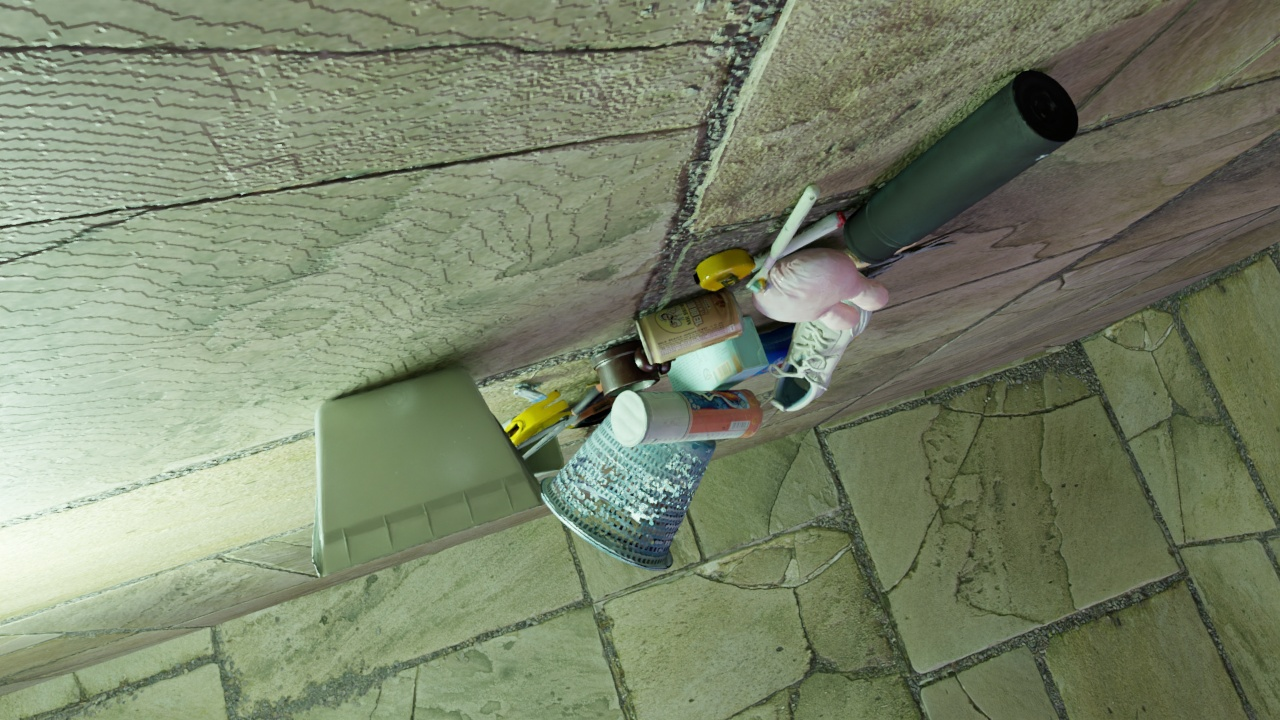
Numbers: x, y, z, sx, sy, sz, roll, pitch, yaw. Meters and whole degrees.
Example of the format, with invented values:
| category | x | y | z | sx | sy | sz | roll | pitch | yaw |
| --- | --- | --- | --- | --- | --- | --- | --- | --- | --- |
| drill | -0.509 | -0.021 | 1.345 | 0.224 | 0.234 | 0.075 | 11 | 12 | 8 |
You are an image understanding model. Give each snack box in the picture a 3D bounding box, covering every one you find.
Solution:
| category | x | y | z | sx | sy | sz | roll | pitch | yaw |
| --- | --- | --- | --- | --- | --- | --- | --- | --- | --- |
| snack box | 0.104 | 0.005 | 1.289 | 0.051 | 0.074 | 0.175 | -10 | 165 | -32 |

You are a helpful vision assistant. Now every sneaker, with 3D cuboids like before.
| category | x | y | z | sx | sy | sz | roll | pitch | yaw |
| --- | --- | --- | --- | --- | --- | --- | --- | --- | --- |
| sneaker | 0.223 | -0.020 | 1.195 | 0.090 | 0.089 | 0.243 | -35 | 155 | -33 |

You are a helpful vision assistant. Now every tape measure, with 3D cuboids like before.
| category | x | y | z | sx | sy | sz | roll | pitch | yaw |
| --- | --- | --- | --- | --- | --- | --- | --- | --- | --- |
| tape measure | 0.087 | -0.092 | 0.951 | 0.060 | 0.029 | 0.057 | -26 | 166 | 25 |

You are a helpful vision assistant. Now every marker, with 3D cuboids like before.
| category | x | y | z | sx | sy | sz | roll | pitch | yaw |
| --- | --- | --- | --- | --- | --- | --- | --- | --- | --- |
| marker | 0.149 | -0.117 | 0.963 | 0.146 | 0.017 | 0.017 | -27 | 166 | 32 |

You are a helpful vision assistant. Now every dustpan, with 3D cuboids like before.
| category | x | y | z | sx | sy | sz | roll | pitch | yaw |
| --- | --- | --- | --- | --- | --- | --- | --- | --- | --- |
| dustpan | -0.241 | 0.118 | 0.989 | 0.222 | 0.257 | 0.143 | -17 | 144 | -14 |

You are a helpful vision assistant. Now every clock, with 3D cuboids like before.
| category | x | y | z | sx | sy | sz | roll | pitch | yaw |
| --- | --- | --- | --- | --- | --- | --- | --- | --- | --- |
| clock | -0.007 | 0.007 | 1.169 | 0.122 | 0.055 | 0.082 | -21 | 167 | 21 |

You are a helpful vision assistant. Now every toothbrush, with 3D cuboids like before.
| category | x | y | z | sx | sy | sz | roll | pitch | yaw |
| --- | --- | --- | --- | --- | --- | --- | --- | --- | --- |
| toothbrush | 0.142 | -0.117 | 0.908 | 0.029 | 0.020 | 0.190 | -3 | 157 | -11 |

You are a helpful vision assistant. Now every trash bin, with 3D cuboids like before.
| category | x | y | z | sx | sy | sz | roll | pitch | yaw |
| --- | --- | --- | --- | --- | --- | --- | --- | --- | --- |
| trash bin | -0.002 | 0.158 | 1.329 | 0.195 | 0.226 | 0.226 | -58 | 159 | 7 |

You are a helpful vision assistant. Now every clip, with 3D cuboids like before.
| category | x | y | z | sx | sy | sz | roll | pitch | yaw |
| --- | --- | --- | --- | --- | --- | --- | --- | --- | --- |
| clip | -0.145 | 0.040 | 1.190 | 0.027 | 0.043 | 0.058 | -21 | 160 | 19 |

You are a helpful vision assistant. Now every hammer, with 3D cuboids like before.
| category | x | y | z | sx | sy | sz | roll | pitch | yaw |
| --- | --- | --- | --- | --- | --- | --- | --- | --- | --- |
| hammer | -0.105 | 0.089 | 1.384 | 0.129 | 0.033 | 0.300 | -44 | 163 | 22 |

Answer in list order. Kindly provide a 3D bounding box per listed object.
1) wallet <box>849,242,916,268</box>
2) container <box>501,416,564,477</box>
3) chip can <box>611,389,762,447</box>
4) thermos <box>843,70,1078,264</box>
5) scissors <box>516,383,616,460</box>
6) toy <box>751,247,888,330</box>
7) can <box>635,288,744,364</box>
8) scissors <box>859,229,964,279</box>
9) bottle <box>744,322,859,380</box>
| category | x | y | z | sx | sy | sz | roll | pitch | yaw |
| --- | --- | --- | --- | --- | --- | --- | --- | --- | --- |
| wallet | 0.285 | -0.140 | 1.061 | 0.087 | 0.024 | 0.115 | -16 | 167 | 8 |
| container | -0.195 | 0.144 | 1.410 | 0.115 | 0.090 | 0.090 | -25 | 166 | 37 |
| chip can | 0.066 | 0.074 | 1.217 | 0.214 | 0.071 | 0.071 | 1 | 158 | -40 |
| thermos | 0.284 | -0.173 | 0.844 | 0.089 | 0.068 | 0.243 | -51 | -174 | -29 |
| scissors | -0.086 | 0.075 | 1.292 | 0.226 | 0.015 | 0.189 | -19 | 155 | -51 |
| toy | 0.207 | -0.078 | 1.060 | 0.159 | 0.054 | 0.122 | 19 | 140 | -33 |
| can | 0.058 | -0.039 | 1.063 | 0.116 | 0.058 | 0.058 | -19 | 168 | -3 |
| scissors | 0.345 | -0.135 | 1.192 | 0.180 | 0.014 | 0.160 | -8 | 163 | -45 |
| bottle | 0.220 | -0.021 | 1.358 | 0.218 | 0.065 | 0.065 | -14 | 167 | -15 |
